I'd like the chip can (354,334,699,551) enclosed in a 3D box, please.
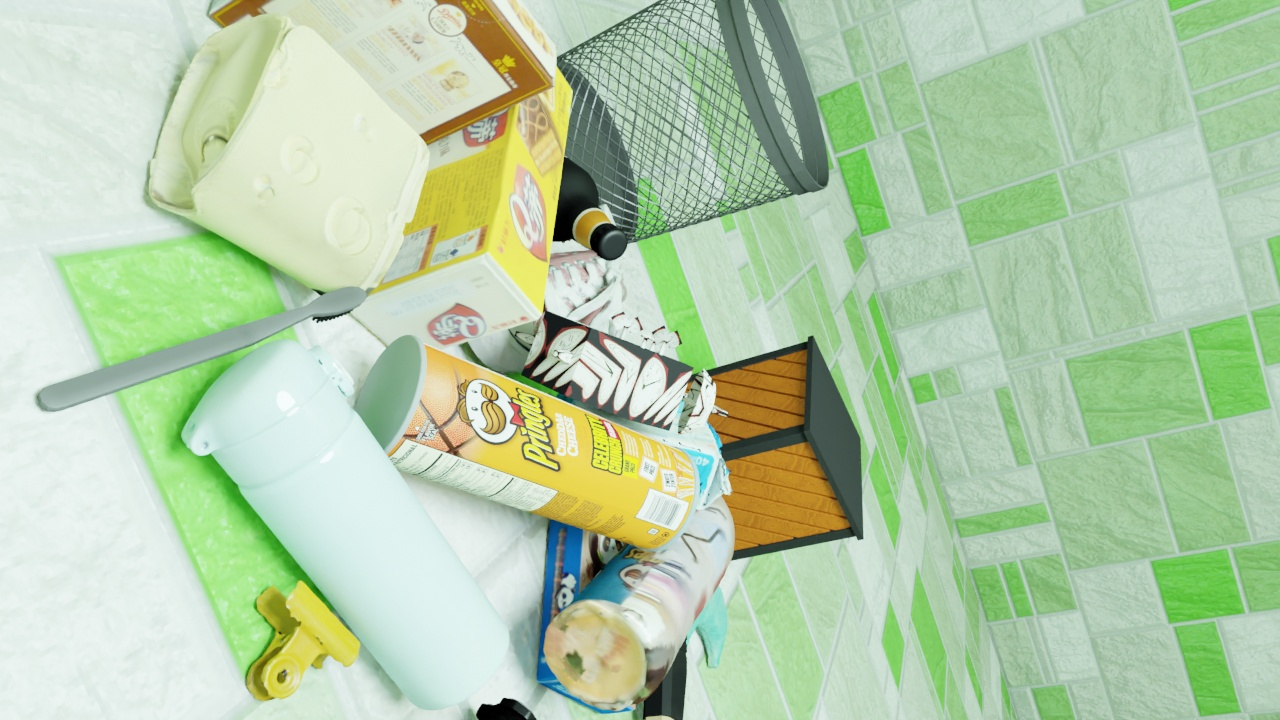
[{"bbox_3d":[-0.064,0.058,0.573,0.215,0.075,0.075,26,49,-36],"label":"chip can"}]

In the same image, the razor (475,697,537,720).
[{"bbox_3d":[-0.081,0.271,0.504,0.060,0.057,0.155,25,54,-23],"label":"razor"}]

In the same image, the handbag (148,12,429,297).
[{"bbox_3d":[-0.182,-0.102,0.493,0.119,0.081,0.111,42,52,-55],"label":"handbag"}]

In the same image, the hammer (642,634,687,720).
[{"bbox_3d":[0.016,0.295,0.709,0.131,0.039,0.327,49,35,-41],"label":"hammer"}]

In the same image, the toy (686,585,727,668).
[{"bbox_3d":[0.054,0.241,0.854,0.105,0.033,0.085,35,55,-56],"label":"toy"}]

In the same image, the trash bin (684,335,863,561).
[{"bbox_3d":[0.110,0.093,0.897,0.140,0.172,0.139,59,27,-29],"label":"trash bin"}]

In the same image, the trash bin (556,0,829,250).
[{"bbox_3d":[0.032,-0.228,0.867,0.218,0.228,0.217,46,35,-47],"label":"trash bin"}]

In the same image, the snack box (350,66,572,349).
[{"bbox_3d":[-0.114,-0.118,0.617,0.062,0.110,0.229,50,32,-43],"label":"snack box"}]

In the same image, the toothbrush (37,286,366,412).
[{"bbox_3d":[-0.197,-0.009,0.435,0.013,0.013,0.166,56,38,3],"label":"toothbrush"}]

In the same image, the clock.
[{"bbox_3d":[-0.004,0.004,0.641,0.154,0.115,0.065,20,91,-28],"label":"clock"}]

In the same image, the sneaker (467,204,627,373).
[{"bbox_3d":[-0.055,-0.054,0.732,0.240,0.088,0.118,-33,105,-64],"label":"sneaker"}]

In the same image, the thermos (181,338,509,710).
[{"bbox_3d":[-0.143,0.086,0.469,0.077,0.065,0.207,-38,116,-22],"label":"thermos"}]

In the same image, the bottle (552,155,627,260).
[{"bbox_3d":[-0.062,-0.119,0.674,0.181,0.059,0.059,44,-4,46],"label":"bottle"}]

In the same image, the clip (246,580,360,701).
[{"bbox_3d":[-0.169,0.138,0.442,0.049,0.045,0.054,-40,121,-18],"label":"clip"}]

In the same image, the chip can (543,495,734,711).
[{"bbox_3d":[0.015,0.160,0.668,0.229,0.080,0.080,-31,103,-66],"label":"chip can"}]

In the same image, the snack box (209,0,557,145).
[{"bbox_3d":[-0.147,-0.198,0.550,0.143,0.147,0.041,44,36,-48],"label":"snack box"}]

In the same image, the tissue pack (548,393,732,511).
[{"bbox_3d":[-0.001,0.066,0.712,0.092,0.144,0.062,-113,-142,-64],"label":"tissue pack"}]

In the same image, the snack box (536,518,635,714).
[{"bbox_3d":[-0.036,0.177,0.689,0.087,0.034,0.151,47,35,-45],"label":"snack box"}]
